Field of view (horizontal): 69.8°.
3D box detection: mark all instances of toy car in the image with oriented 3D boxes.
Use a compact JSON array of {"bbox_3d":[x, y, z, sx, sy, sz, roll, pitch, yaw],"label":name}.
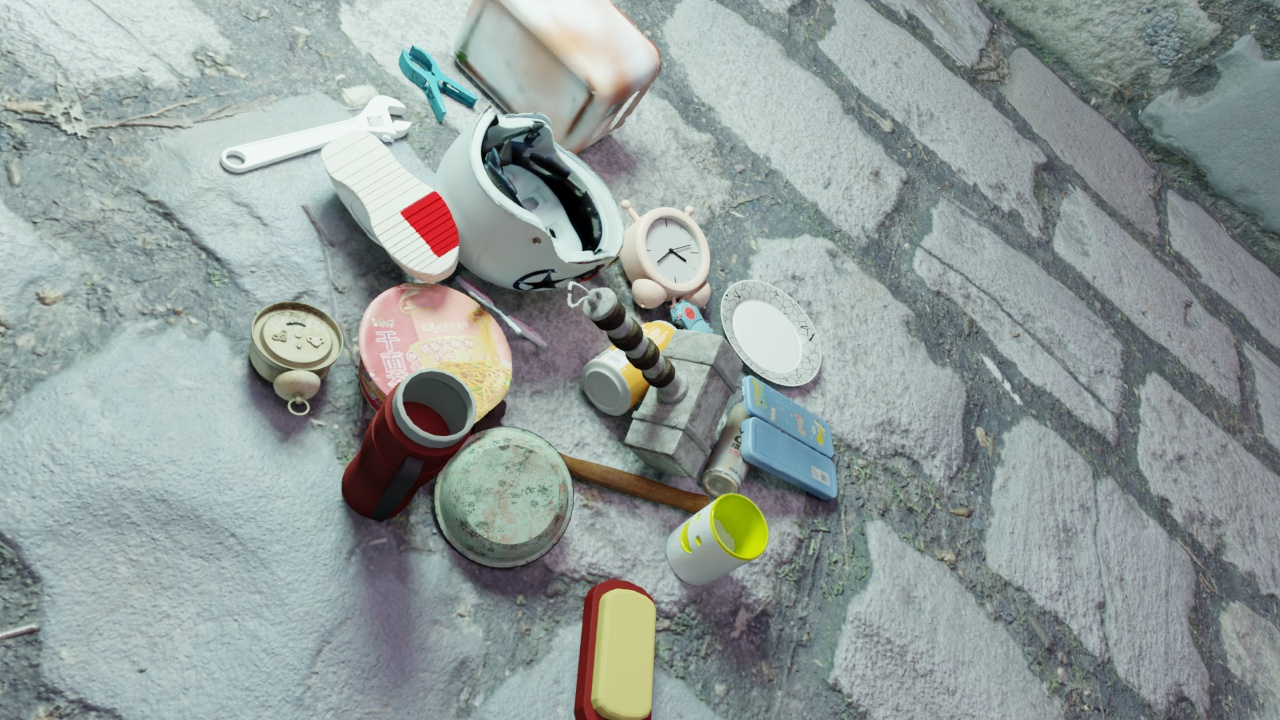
[{"bbox_3d":[0.084,-0.036,1.304,0.060,0.028,0.108,-41,110,-44],"label":"toy car"}]

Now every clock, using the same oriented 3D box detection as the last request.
[{"bbox_3d":[0.031,-0.150,1.348,0.130,0.086,0.160,-2,71,-35],"label":"clock"},{"bbox_3d":[-0.370,0.002,0.981,0.092,0.055,0.140,6,51,-32],"label":"clock"}]

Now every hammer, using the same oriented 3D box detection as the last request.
[{"bbox_3d":[0.007,-0.005,1.079,0.326,0.080,0.176,48,60,-48],"label":"hammer"},{"bbox_3d":[-0.057,0.139,1.117,0.322,0.033,0.115,20,50,-23],"label":"hammer"}]

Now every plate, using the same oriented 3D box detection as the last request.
[{"bbox_3d":[0.199,-0.041,1.419,0.188,0.016,0.188,17,53,-24],"label":"plate"}]

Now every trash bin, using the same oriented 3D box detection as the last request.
[{"bbox_3d":[-0.131,-0.451,1.361,0.259,0.182,0.156,45,48,-1],"label":"trash bin"}]

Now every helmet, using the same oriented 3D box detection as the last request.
[{"bbox_3d":[-0.151,-0.184,1.176,0.263,0.164,0.236,-5,65,-57],"label":"helmet"}]

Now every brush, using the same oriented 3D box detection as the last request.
[{"bbox_3d":[-0.022,0.325,1.007,0.082,0.042,0.173,21,51,-22],"label":"brush"}]

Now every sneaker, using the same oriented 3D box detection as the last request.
[{"bbox_3d":[-0.292,-0.165,1.103,0.090,0.104,0.236,-37,68,-21],"label":"sneaker"}]

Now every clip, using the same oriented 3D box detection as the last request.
[{"bbox_3d":[-0.304,-0.396,1.313,0.120,0.027,0.103,49,44,3],"label":"clip"}]

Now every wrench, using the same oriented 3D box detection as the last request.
[{"bbox_3d":[-0.408,-0.287,1.174,0.272,0.018,0.066,-32,81,-42],"label":"wrench"}]

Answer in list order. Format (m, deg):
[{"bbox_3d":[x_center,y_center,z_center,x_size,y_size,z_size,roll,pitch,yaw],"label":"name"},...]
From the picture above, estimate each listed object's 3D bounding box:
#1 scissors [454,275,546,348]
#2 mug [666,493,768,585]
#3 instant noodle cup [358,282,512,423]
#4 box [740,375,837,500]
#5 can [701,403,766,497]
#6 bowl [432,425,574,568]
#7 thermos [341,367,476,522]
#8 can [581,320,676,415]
[{"bbox_3d":[-0.166,-0.055,1.127,0.173,0.013,0.170,39,-3,-38],"label":"scissors"},{"bbox_3d":[0.092,0.219,1.111,0.082,0.106,0.082,17,52,-24],"label":"mug"},{"bbox_3d":[-0.244,0.006,1.048,0.178,0.078,0.178,18,52,-25],"label":"instant noodle cup"},{"bbox_3d":[0.209,0.108,1.275,0.208,0.021,0.125,29,54,-39],"label":"box"},{"bbox_3d":[0.127,0.121,1.236,0.054,0.054,0.135,38,47,-7],"label":"can"},{"bbox_3d":[-0.146,0.147,1.005,0.157,0.039,0.157,4,77,-17],"label":"bowl"},{"bbox_3d":[-0.236,0.097,0.906,0.084,0.199,0.107,24,50,-19],"label":"thermos"},{"bbox_3d":[-0.007,0.007,1.204,0.079,0.079,0.142,49,47,4],"label":"can"}]
